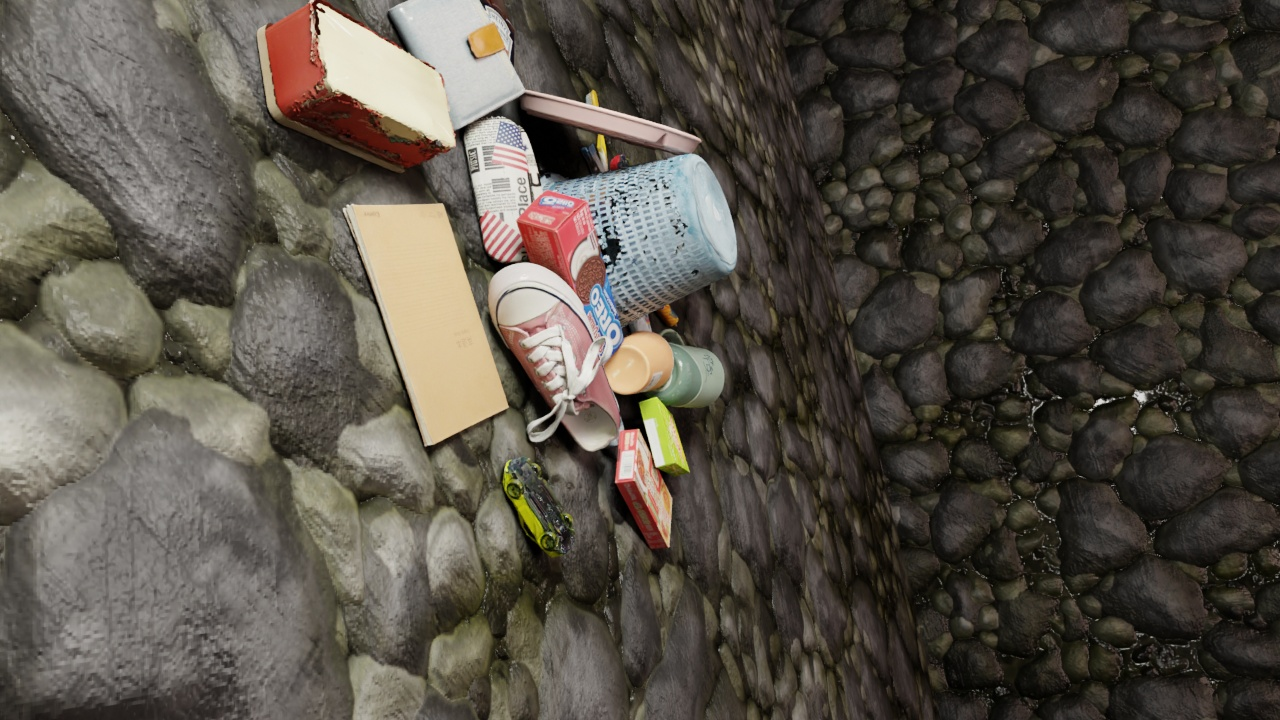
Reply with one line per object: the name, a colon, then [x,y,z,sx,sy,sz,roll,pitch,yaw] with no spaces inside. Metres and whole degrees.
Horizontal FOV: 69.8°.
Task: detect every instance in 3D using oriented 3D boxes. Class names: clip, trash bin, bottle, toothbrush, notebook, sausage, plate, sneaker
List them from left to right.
notebook: [-0.187,-0.041,0.834,0.149,0.012,0.211,-29,102,-69]
bottle: [-0.177,-0.392,1.053,0.080,0.044,0.194,39,40,-50]
sneaker: [-0.079,0.011,0.941,0.087,0.118,0.241,-110,176,-55]
clip: [-0.062,-0.272,1.278,0.058,0.036,0.025,67,21,-16]
toothbrush: [-0.059,-0.299,1.313,0.016,0.018,0.191,15,64,-62]
plate: [-0.039,-0.286,1.115,0.229,0.230,0.028,-15,123,-68]
trash bin: [0.003,-0.149,1.115,0.226,0.195,0.226,46,35,-48]
sausage: [0.017,-0.096,1.344,0.165,0.021,0.021,49,33,-47]

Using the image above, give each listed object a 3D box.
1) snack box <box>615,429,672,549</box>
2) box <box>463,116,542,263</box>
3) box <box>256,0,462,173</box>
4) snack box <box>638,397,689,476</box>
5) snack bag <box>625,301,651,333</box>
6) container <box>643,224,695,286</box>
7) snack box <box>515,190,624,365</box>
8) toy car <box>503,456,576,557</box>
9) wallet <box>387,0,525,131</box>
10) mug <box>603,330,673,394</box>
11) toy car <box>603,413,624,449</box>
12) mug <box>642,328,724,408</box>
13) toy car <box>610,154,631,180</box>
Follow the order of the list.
snack box: [0.006,0.157,1.106,0.153,0.025,0.075,67,21,-45]
box: [-0.147,-0.178,0.986,0.086,0.076,0.162,-4,81,-37]
box: [-0.227,-0.227,0.774,0.168,0.078,0.091,10,65,-65]
snack box: [0.032,0.101,1.180,0.156,0.026,0.085,51,22,-75]
snack bag: [0.002,-0.039,1.261,0.045,0.026,0.105,-20,96,-55]
container: [0.063,-0.160,1.372,0.090,0.114,0.090,-32,105,-67]
snack box: [-0.072,-0.081,0.984,0.057,0.058,0.208,-51,146,-31]
toy car: [-0.102,0.142,0.887,0.105,0.032,0.048,59,24,-6]
wallet: [-0.183,-0.316,0.942,0.106,0.037,0.130,-39,115,-31]
mug: [-0.007,0.007,1.115,0.122,0.078,0.078,-28,102,-78]
toy car: [-0.047,0.053,1.078,0.105,0.031,0.048,65,23,-19]
mug: [0.048,0.008,1.228,0.106,0.082,0.111,8,58,-57]
toy car: [-0.021,-0.246,1.340,0.049,0.031,0.106,-81,157,-48]
